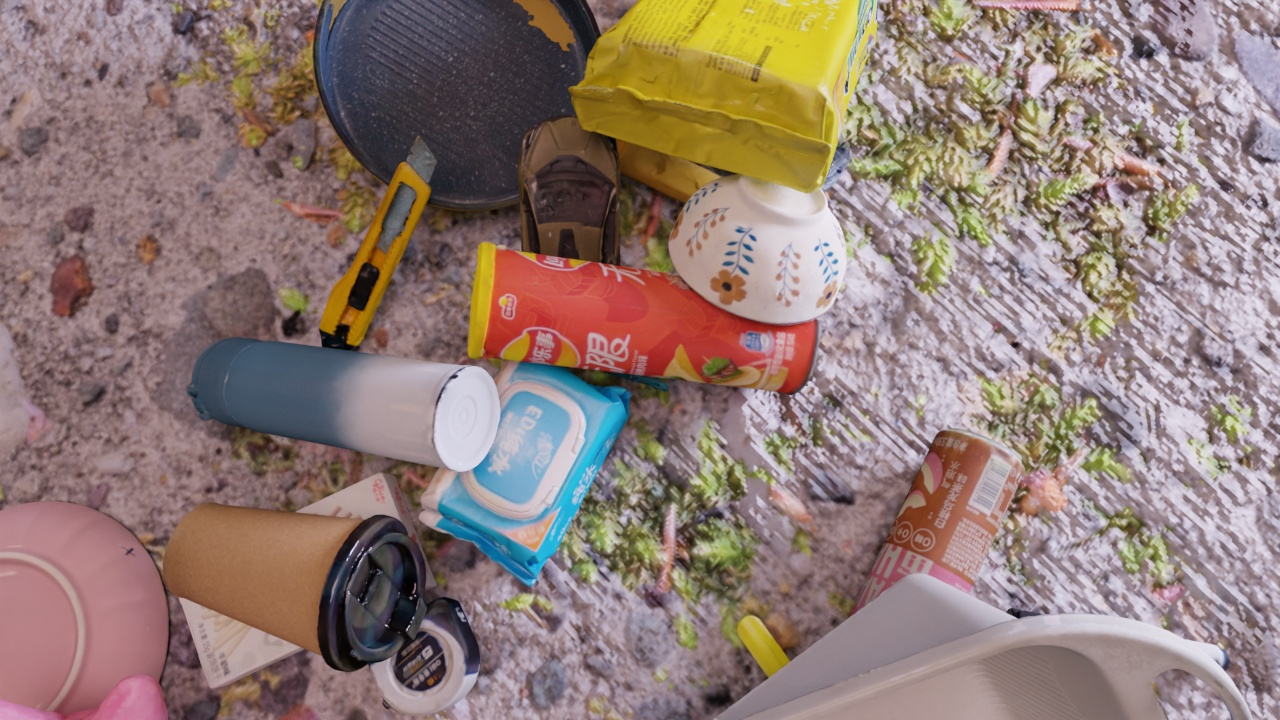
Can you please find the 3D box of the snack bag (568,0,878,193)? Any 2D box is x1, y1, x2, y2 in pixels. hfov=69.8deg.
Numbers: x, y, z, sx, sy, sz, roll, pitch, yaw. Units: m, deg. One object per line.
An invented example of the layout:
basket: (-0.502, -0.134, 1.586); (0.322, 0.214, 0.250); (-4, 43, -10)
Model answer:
snack bag: (0.069, -0.209, 0.597); (0.158, 0.068, 0.245); (18, 46, 8)

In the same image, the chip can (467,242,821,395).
chip can: (0.001, -0.023, 0.582); (0.216, 0.073, 0.073); (8, 77, -13)

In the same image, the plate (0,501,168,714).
plate: (-0.416, 0.189, 0.610); (0.192, 0.039, 0.192); (-1, 77, 4)

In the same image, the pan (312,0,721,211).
pan: (-0.050, -0.165, 0.641); (0.357, 0.078, 0.197); (27, 84, -13)

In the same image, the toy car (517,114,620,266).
toy car: (-0.047, -0.082, 0.610); (0.070, 0.042, 0.158); (-1, 114, -2)

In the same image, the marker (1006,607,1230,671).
marker: (0.296, 0.174, 0.570); (0.131, 0.023, 0.018); (9, 72, 7)

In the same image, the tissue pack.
tissue pack: (-0.074, 0.064, 0.600); (0.090, 0.063, 0.140); (28, 81, 10)

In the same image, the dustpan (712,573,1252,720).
dustpan: (0.166, 0.231, 0.470); (0.257, 0.143, 0.223); (-40, 111, -13)

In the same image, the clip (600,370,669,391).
clip: (-0.005, 0.005, 0.635); (0.057, 0.014, 0.046); (16, 81, 8)

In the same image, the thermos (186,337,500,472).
thermos: (-0.196, 0.022, 0.589); (0.221, 0.070, 0.070); (7, 77, 27)

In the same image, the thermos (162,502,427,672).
thermos: (-0.209, 0.131, 0.559); (0.143, 0.093, 0.093); (9, 78, 15)

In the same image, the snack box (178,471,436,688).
snack box: (-0.224, 0.145, 0.613); (0.157, 0.027, 0.084); (-25, 77, -1)

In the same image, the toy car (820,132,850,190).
toy car: (0.093, -0.165, 0.651); (0.120, 0.037, 0.054); (39, 60, 5)

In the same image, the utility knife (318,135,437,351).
utility knife: (-0.179, -0.073, 0.623); (0.033, 0.015, 0.174); (26, 113, -14)

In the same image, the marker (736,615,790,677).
marker: (0.102, 0.215, 0.580); (0.018, 0.015, 0.124); (-36, 80, -4)

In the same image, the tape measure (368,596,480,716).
tape measure: (-0.138, 0.194, 0.592); (0.066, 0.033, 0.066); (-26, 75, 0)

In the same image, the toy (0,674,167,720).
toy: (-0.358, 0.256, 0.544); (0.194, 0.074, 0.179); (-27, 122, -2)

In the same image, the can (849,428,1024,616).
can: (0.184, 0.118, 0.572); (0.058, 0.058, 0.147); (27, 81, 9)

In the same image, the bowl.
bowl: (0.079, -0.081, 0.571); (0.113, 0.062, 0.113); (10, 44, -9)
